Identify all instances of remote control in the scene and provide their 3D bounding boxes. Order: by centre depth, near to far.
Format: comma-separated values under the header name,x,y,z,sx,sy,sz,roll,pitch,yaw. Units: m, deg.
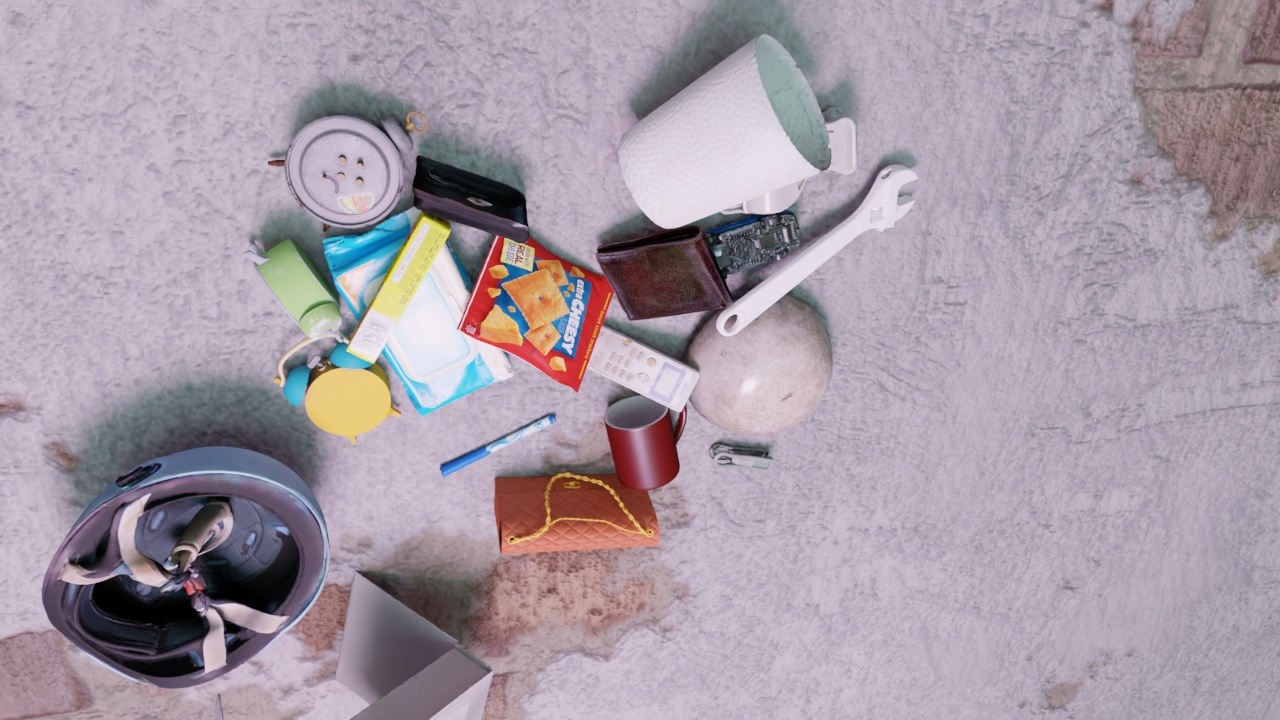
name,x,y,z,sx,sy,sz,roll,pitch,yaw
remote control,-0.006,0.006,0.997,0.136,0.011,0.050,26,108,-1

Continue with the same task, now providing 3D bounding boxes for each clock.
name,x,y,z,sx,sy,sz,roll,pitch,yaw
clock,-0.260,-0.185,0.847,0.148,0.056,0.104,-32,119,5
clock,-0.320,-0.066,0.871,0.042,0.094,0.119,-34,113,-7
clock,-0.309,0.027,0.946,0.099,0.043,0.130,-30,125,2

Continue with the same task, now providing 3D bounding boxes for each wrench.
name,x,y,z,sx,sy,sz,roll,pitch,yaw
wrench,0.189,-0.114,0.976,0.273,0.018,0.066,-38,136,-7

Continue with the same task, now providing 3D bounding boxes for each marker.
name,x,y,z,sx,sy,sz,roll,pitch,yaw
marker,-0.160,0.095,1.030,0.142,0.013,0.013,-26,118,0

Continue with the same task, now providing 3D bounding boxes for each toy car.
name,x,y,z,sx,sy,sz,roll,pitch,yaw
toy car,0.109,-0.123,0.971,0.120,0.043,0.056,-20,118,-6

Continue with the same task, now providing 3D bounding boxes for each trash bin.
name,x,y,z,sx,sy,sz,roll,pitch,yaw
trash bin,0.074,-0.202,0.853,0.162,0.133,0.133,-22,123,31

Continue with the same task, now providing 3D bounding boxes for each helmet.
name,x,y,z,sx,sy,sz,roll,pitch,yaw
helmet,-0.439,0.183,0.918,0.266,0.166,0.225,-30,120,4

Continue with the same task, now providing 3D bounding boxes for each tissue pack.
name,x,y,z,sx,sy,sz,roll,pitch,yaw
tissue pack,-0.218,-0.050,0.919,0.117,0.066,0.209,-25,116,-1

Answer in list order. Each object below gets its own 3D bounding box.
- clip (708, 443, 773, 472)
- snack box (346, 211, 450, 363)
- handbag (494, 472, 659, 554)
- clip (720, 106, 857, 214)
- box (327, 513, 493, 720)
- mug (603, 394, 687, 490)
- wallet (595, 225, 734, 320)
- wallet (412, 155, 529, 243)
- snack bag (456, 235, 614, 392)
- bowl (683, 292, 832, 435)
name,x,y,z,sx,sy,sz,roll,pitch,yaw
clip,0.120,0.117,1.099,0.076,0.045,0.023,8,111,-15
snack box,-0.224,-0.069,0.851,0.029,0.040,0.148,29,102,-20
handbag,-0.074,0.170,1.032,0.171,0.108,0.060,0,115,-13
clip,0.145,-0.214,0.930,0.144,0.075,0.125,-7,120,1
box,-0.299,0.352,1.052,0.171,0.380,0.168,2,115,-33
mug,0.014,0.085,1.041,0.105,0.073,0.083,-30,123,-32
wallet,0.025,-0.088,0.945,0.120,0.031,0.099,-8,133,24
wallet,-0.161,-0.150,0.868,0.115,0.089,0.026,17,117,-19
snack bag,-0.102,-0.056,0.931,0.144,0.039,0.130,29,70,-28
bowl,0.142,0.020,1.020,0.178,0.081,0.179,-7,122,-12
